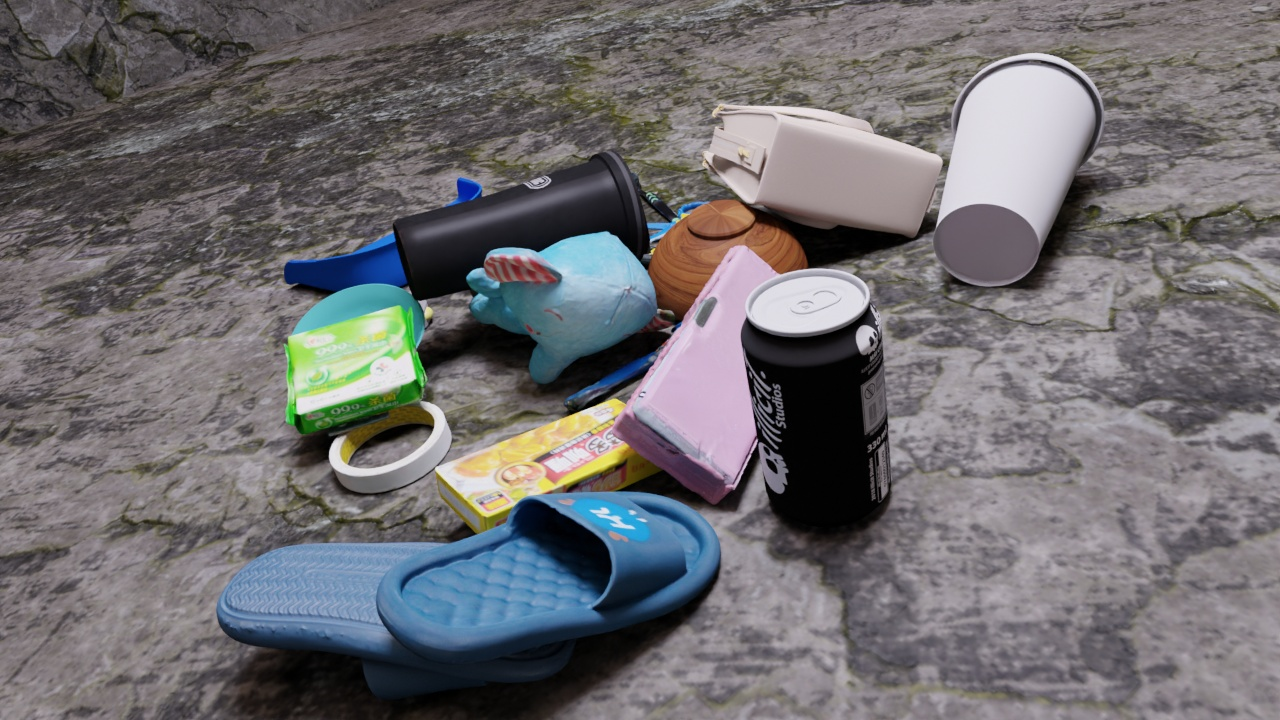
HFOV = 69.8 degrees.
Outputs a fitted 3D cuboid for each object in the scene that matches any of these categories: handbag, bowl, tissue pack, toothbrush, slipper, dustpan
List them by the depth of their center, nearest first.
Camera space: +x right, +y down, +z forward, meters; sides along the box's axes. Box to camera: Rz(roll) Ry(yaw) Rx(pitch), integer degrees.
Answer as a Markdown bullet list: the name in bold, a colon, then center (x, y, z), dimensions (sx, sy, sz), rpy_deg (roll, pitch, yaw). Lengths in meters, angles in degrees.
- **slipper**: center (-0.046, 0.108, 0.519), dimensions (0.213, 0.059, 0.104), rpy_deg (-8, 29, -39)
- **slipper**: center (-0.141, 0.151, 0.542), dimensions (0.214, 0.059, 0.103), rpy_deg (5, 25, 8)
- **tissue pack**: center (-0.235, 0.008, 0.755), dimensions (0.114, 0.034, 0.099), rpy_deg (-17, 50, -8)
- **bowl**: center (0.075, -0.101, 0.821), dimensions (0.147, 0.069, 0.147), rpy_deg (-7, 38, 5)
- **bowl**: center (-0.246, -0.009, 0.822), dimensions (0.121, 0.046, 0.121), rpy_deg (-4, 51, 5)
- **handbag**: center (0.155, -0.194, 0.886), dimensions (0.194, 0.101, 0.198), rpy_deg (7, 20, -23)
- **dustpan**: center (-0.235, -0.130, 1.009), dimensions (0.244, 0.060, 0.258), rpy_deg (-35, 39, -30)
- **toothbrush**: center (0.019, -0.177, 1.025), dimensions (0.014, 0.017, 0.188), rpy_deg (-19, 34, -13)

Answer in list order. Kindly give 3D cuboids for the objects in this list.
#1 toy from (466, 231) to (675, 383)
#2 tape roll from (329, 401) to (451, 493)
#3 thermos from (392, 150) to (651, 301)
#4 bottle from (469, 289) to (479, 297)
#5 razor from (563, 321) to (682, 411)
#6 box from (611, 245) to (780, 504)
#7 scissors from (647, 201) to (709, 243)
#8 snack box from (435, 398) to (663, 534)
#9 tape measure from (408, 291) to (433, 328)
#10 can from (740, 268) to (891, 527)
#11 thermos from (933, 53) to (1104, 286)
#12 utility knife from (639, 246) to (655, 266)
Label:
- **toy**: center (-0.074, -0.039, 0.766), dimensions (0.181, 0.183, 0.114), rpy_deg (-13, 68, 42)
- **tape roll**: center (-0.197, 0.067, 0.726), dimensions (0.094, 0.019, 0.093), rpy_deg (-10, 32, 6)
- **thermos**: center (-0.105, -0.116, 0.825), dimensions (0.218, 0.106, 0.106), rpy_deg (-17, 32, -17)
- **bottle**: center (-0.113, -0.091, 0.898), dimensions (0.108, 0.060, 0.060), rpy_deg (-32, 37, -25)
- **razor**: center (-0.004, 0.004, 0.752), dimensions (0.140, 0.018, 0.044), rpy_deg (-34, 2, -24)
- **box**: center (0.066, -0.001, 0.677), dimensions (0.098, 0.041, 0.232), rpy_deg (35, 43, 1)
- **scissors**: center (0.048, -0.136, 0.943), dimensions (0.125, 0.016, 0.125), rpy_deg (22, 40, 39)
- **snack box**: center (-0.056, 0.072, 0.632), dimensions (0.152, 0.025, 0.075), rpy_deg (-20, 31, -31)
- **tape measure**: center (-0.242, -0.043, 0.914), dimensions (0.064, 0.017, 0.065), rpy_deg (-25, 34, -16)
- **can**: center (0.108, 0.025, 0.556), dimensions (0.080, 0.146, 0.080), rpy_deg (-10, 33, 6)
- **thermos**: center (0.322, -0.165, 0.801), dimensions (0.132, 0.132, 0.221), rpy_deg (7, 45, 29)
- **utility knife**: center (0.005, -0.105, 0.917), dimensions (0.198, 0.020, 0.028), rpy_deg (8, 40, 28)
